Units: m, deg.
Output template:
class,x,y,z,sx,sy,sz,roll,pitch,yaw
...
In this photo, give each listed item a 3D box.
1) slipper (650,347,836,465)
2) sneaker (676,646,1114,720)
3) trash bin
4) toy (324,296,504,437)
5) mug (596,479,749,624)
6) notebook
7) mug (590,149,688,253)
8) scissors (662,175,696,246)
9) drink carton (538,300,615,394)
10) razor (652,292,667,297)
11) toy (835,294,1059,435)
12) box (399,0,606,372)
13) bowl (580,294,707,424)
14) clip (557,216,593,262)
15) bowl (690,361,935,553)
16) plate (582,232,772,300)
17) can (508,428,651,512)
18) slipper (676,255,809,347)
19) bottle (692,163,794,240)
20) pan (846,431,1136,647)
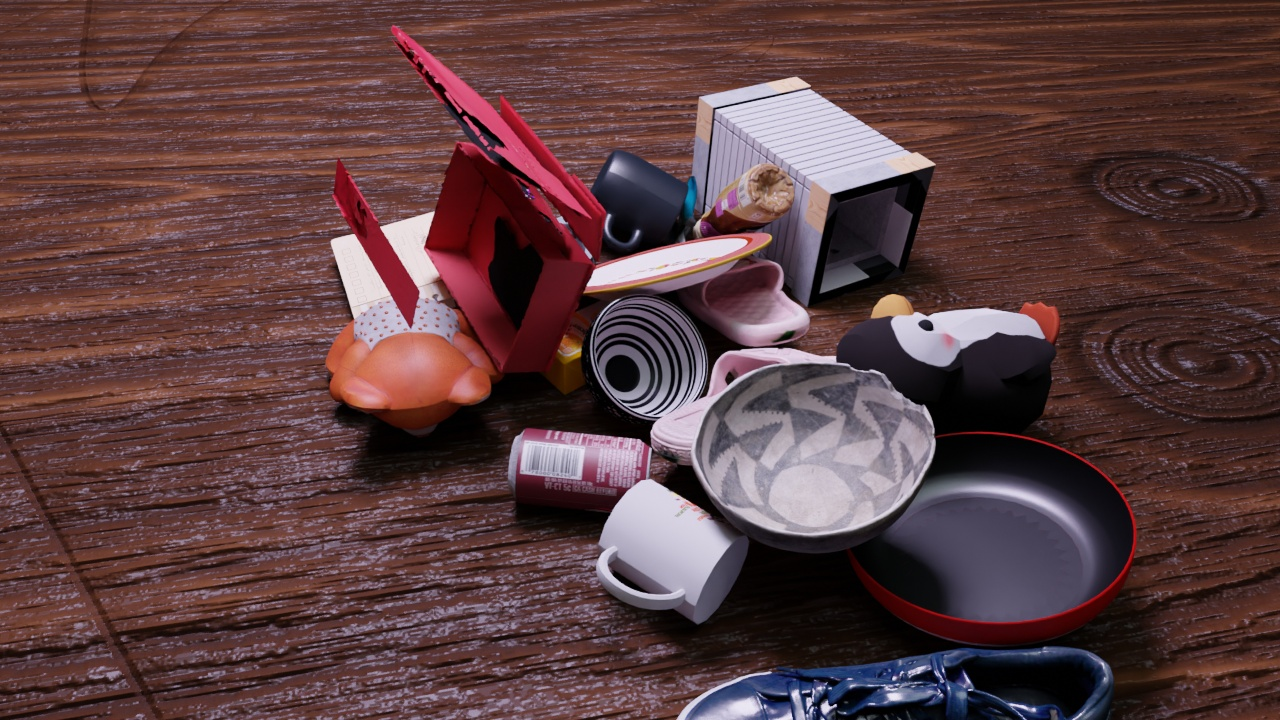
class,x,y,z,sx,sy,sz,roll,pitch,yaw
slipper,0.107,0.024,0.828,0.238,0.064,0.094,-21,25,-35
sneaker,0.165,0.225,0.584,0.294,0.127,0.120,-4,40,-5
trash bin,0.187,-0.205,1.070,0.142,0.143,0.247,-19,45,-24
toy,-0.208,0.008,0.846,0.163,0.093,0.172,-6,29,-15
mug,0.016,0.150,0.692,0.089,0.074,0.105,27,34,26
notebook,-0.211,-0.110,1.001,0.225,0.024,0.167,-19,48,-14
mug,-0.011,-0.173,1.049,0.094,0.085,0.121,27,59,-12
scissors,0.047,-0.172,1.097,0.123,0.019,0.148,-1,59,59
drink carton,-0.045,-0.020,0.919,0.122,0.040,0.058,-28,49,-31
razor,0.031,-0.027,0.949,0.042,0.022,0.144,10,37,-37
toy,0.260,0.015,0.816,0.184,0.140,0.159,4,-4,-23
box,-0.120,-0.163,0.815,0.121,0.319,0.211,-20,51,-22
bowl,-0.005,0.005,0.860,0.120,0.067,0.120,9,70,-25
clip,-0.116,-0.147,1.073,0.159,0.030,0.173,13,41,10
bowl,0.131,0.086,0.707,0.178,0.081,0.178,-7,39,6
plate,0.021,-0.091,0.932,0.230,0.021,0.229,-13,13,3
can,-0.050,0.093,0.768,0.114,0.063,0.063,5,41,3
slipper,0.103,-0.071,0.954,0.106,0.056,0.221,-12,28,-11
bottle,0.106,-0.164,1.020,0.059,0.166,0.059,4,79,-22
pan,0.207,0.117,0.755,0.357,0.067,0.208,14,41,38
